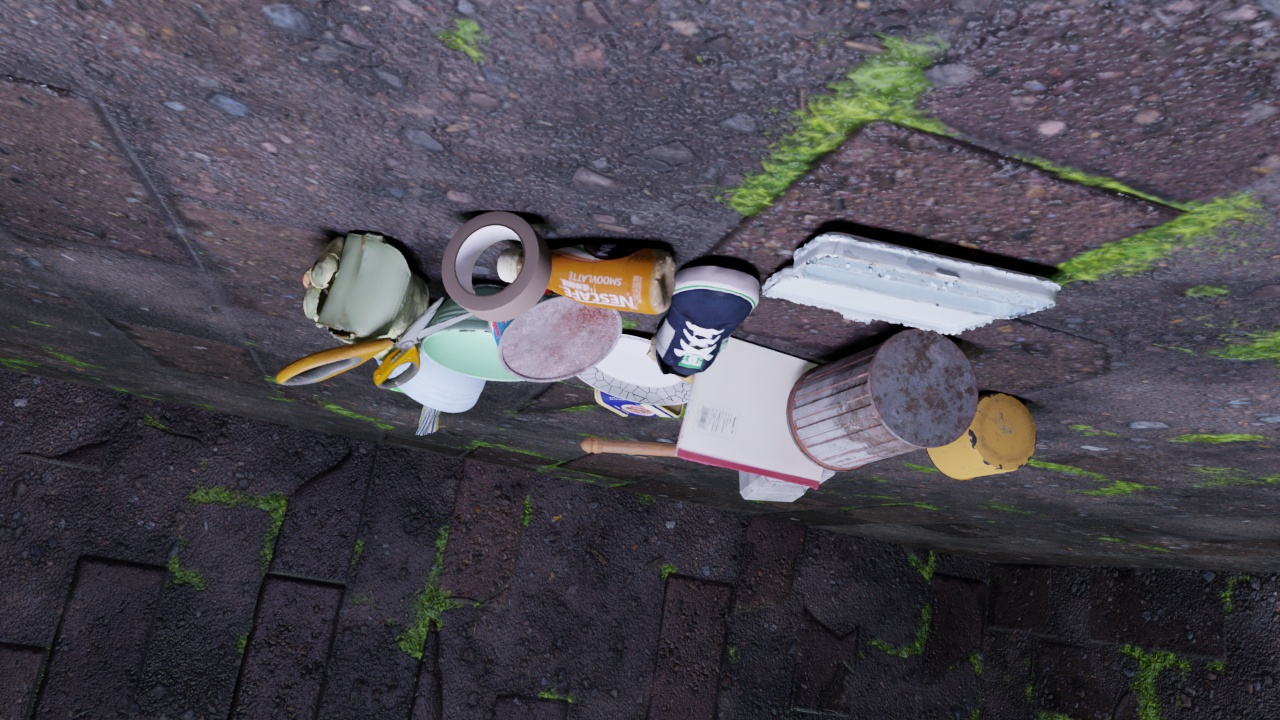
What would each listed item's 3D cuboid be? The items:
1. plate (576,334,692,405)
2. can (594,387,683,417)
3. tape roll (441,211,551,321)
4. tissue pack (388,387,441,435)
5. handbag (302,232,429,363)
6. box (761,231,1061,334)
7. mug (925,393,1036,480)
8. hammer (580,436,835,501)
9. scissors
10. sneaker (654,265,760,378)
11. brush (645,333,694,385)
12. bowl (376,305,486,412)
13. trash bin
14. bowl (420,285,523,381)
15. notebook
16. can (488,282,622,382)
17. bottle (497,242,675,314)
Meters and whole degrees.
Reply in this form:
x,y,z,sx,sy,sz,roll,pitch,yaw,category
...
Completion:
x,y,z,sx,sy,sz,roll,pitch,yaw,category
-0.007,0.007,1.194,0.188,0.016,0.189,12,153,6,plate
0.002,0.047,1.333,0.092,0.056,0.116,1,164,26,can
-0.127,-0.083,0.811,0.094,0.093,0.030,5,166,19,tape roll
-0.296,0.037,1.315,0.120,0.141,0.198,14,166,-16,tissue pack
-0.297,-0.062,0.987,0.117,0.113,0.186,15,168,8,handbag
0.226,-0.062,0.801,0.209,0.037,0.189,11,174,-5,box
0.434,0.089,1.147,0.123,0.100,0.094,-29,177,-20,mug
0.079,0.120,1.207,0.317,0.082,0.163,5,157,-11,hammer
-0.261,-0.011,0.929,0.216,0.016,0.226,-9,162,-35,scissors
0.061,-0.031,0.924,0.084,0.079,0.236,12,166,-6,sneaker
0.082,0.008,1.115,0.195,0.059,0.043,22,170,-37,brush
-0.246,-0.015,1.137,0.150,0.150,0.075,21,121,-41,bowl
0.256,0.049,1.015,0.130,0.130,0.211,13,165,-12,trash bin
-0.169,-0.036,1.045,0.151,0.076,0.151,4,158,1,bowl
0.148,0.062,1.097,0.208,0.153,0.012,16,178,-25,notebook
-0.087,-0.036,0.936,0.130,0.044,0.130,-15,144,-11,can
-0.052,-0.080,0.848,0.167,0.059,0.059,8,167,20,bottle
